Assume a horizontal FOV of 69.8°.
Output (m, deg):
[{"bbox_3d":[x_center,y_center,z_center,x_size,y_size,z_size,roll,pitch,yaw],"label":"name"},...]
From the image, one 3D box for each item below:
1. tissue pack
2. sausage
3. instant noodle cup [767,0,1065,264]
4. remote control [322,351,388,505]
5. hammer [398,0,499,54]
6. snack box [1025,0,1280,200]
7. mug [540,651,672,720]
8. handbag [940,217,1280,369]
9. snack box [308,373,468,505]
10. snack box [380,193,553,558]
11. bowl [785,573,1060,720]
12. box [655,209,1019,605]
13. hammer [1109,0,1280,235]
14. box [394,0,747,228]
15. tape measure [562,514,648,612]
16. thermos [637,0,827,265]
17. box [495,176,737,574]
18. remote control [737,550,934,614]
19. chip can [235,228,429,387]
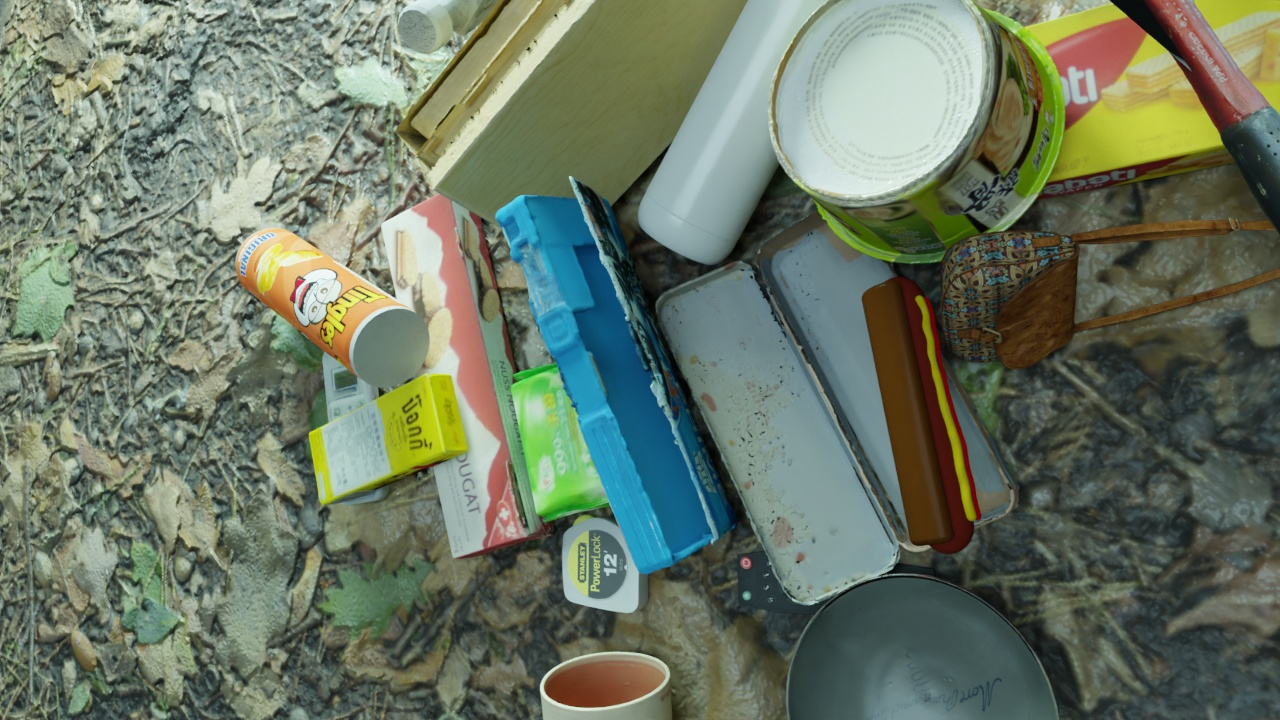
[{"bbox_3d":[-0.039,0.051,0.652,0.100,0.034,0.114,-20,75,26],"label":"tissue pack"},{"bbox_3d":[0.155,0.028,0.507,0.040,0.040,0.155,-14,77,26],"label":"sausage"},{"bbox_3d":[0.141,-0.130,0.490,0.146,0.097,0.146,-4,84,34],"label":"instant noodle cup"},{"bbox_3d":[-0.233,0.051,0.758,0.050,0.022,0.133,-13,80,27],"label":"remote control"},{"bbox_3d":[-0.064,-0.348,0.603,0.035,0.139,0.314,37,133,-7],"label":"hammer"},{"bbox_3d":[0.275,-0.148,0.499,0.201,0.042,0.092,-8,82,27],"label":"snack box"},{"bbox_3d":[-0.028,0.255,0.610,0.112,0.085,0.104,4,99,55],"label":"mug"},{"bbox_3d":[0.259,-0.037,0.479,0.196,0.093,0.043,-8,57,18],"label":"handbag"},{"bbox_3d":[-0.195,0.062,0.696,0.149,0.025,0.061,-23,75,33],"label":"snack box"},{"bbox_3d":[-0.135,0.008,0.698,0.077,0.044,0.272,-20,76,26],"label":"snack box"},{"bbox_3d":[0.161,0.195,0.523,0.151,0.056,0.150,-2,85,27],"label":"bowl"},{"bbox_3d":[0.114,0.023,0.564,0.157,0.063,0.216,-26,74,2],"label":"box"},{"bbox_3d":[0.275,-0.109,0.428,0.140,0.036,0.326,-24,79,-18],"label":"hammer"},{"bbox_3d":[-0.039,-0.210,0.620,0.249,0.140,0.148,-45,60,17],"label":"box"},{"bbox_3d":[-0.024,0.142,0.645,0.065,0.016,0.064,-1,85,27],"label":"tape measure"},{"bbox_3d":[0.089,-0.171,0.584,0.068,0.101,0.230,46,116,41],"label":"thermos"},{"bbox_3d":[-0.002,0.003,0.584,0.066,0.090,0.243,-27,82,33],"label":"box"},{"bbox_3d":[0.121,0.140,0.574,0.125,0.010,0.039,-4,84,27],"label":"remote control"},{"bbox_3d":[-0.249,-0.047,0.726,0.210,0.062,0.062,28,99,40],"label":"chip can"}]
